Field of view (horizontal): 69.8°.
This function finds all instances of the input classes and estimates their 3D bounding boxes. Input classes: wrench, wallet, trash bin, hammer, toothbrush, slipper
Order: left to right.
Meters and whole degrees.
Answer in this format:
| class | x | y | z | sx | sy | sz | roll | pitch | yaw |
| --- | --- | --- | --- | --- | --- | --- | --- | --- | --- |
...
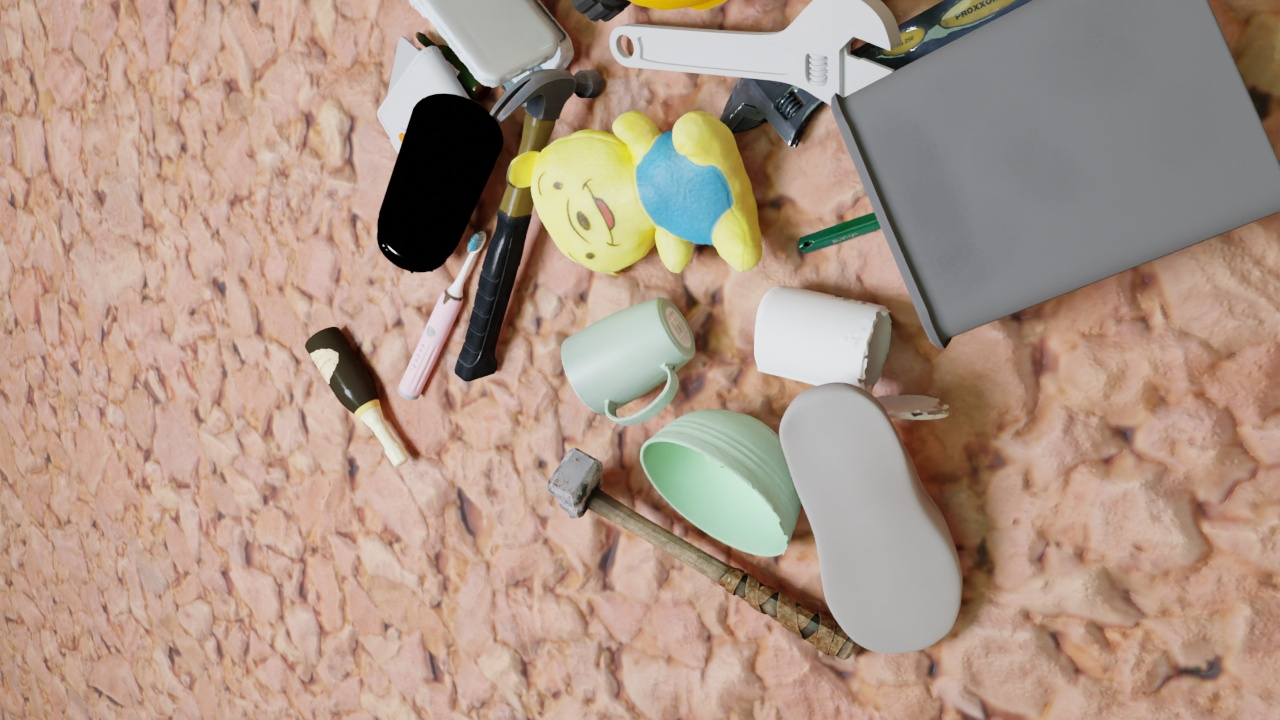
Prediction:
| class | x | y | z | sx | sy | sz | roll | pitch | yaw |
| --- | --- | --- | --- | --- | --- | --- | --- | --- | --- |
| wallet | -0.224 | -0.261 | 0.935 | 0.119 | 0.037 | 0.115 | -32 | 90 | 45 |
| toothbrush | -0.215 | -0.047 | 0.999 | 0.027 | 0.026 | 0.223 | 35 | 118 | 8 |
| hammer | -0.128 | -0.120 | 0.889 | 0.025 | 0.117 | 0.334 | 36 | 123 | 25 |
| hammer | 0.053 | 0.186 | 0.858 | 0.319 | 0.122 | 0.048 | 28 | 69 | 16 |
| wrench | 0.078 | -0.258 | 0.739 | 0.274 | 0.018 | 0.087 | 20 | 133 | 35 |
| slipper | 0.186 | 0.119 | 0.750 | 0.113 | 0.080 | 0.266 | -18 | 115 | 18 |
| wrench | 0.179 | -0.234 | 0.715 | 0.274 | 0.022 | 0.073 | -19 | 85 | 34 |
| toothbrush | 0.211 | -0.119 | 0.724 | 0.190 | 0.017 | 0.016 | -17 | 93 | 33 |
| trash bin | 0.271 | -0.138 | 0.618 | 0.220 | 0.097 | 0.192 | -23 | 88 | 24 |

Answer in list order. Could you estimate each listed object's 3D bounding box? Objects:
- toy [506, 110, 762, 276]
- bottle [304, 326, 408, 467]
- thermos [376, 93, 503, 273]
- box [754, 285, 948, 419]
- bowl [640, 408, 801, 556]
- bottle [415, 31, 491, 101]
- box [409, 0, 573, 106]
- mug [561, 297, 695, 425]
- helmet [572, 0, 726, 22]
| class | x | y | z | sx | sy | sz | roll | pitch | yaw |
| --- | --- | --- | --- | --- | --- | --- | --- | --- | --- |
| toy | 0.000 | -0.143 | 0.807 | 0.214 | 0.083 | 0.149 | -5 | 117 | 34 |
| bottle | -0.328 | 0.046 | 1.078 | 0.045 | 0.045 | 0.184 | -42 | 78 | 31 |
| thermos | -0.207 | -0.162 | 0.910 | 0.086 | 0.085 | 0.199 | 54 | 141 | 11 |
| box | 0.174 | -0.005 | 0.742 | 0.166 | 0.083 | 0.092 | 12 | 97 | 28 |
| bowl | 0.081 | 0.096 | 0.802 | 0.151 | 0.076 | 0.151 | 31 | 153 | 17 |
| bottle | -0.193 | -0.301 | 0.929 | 0.106 | 0.025 | 0.025 | 43 | 119 | 16 |
| box | -0.172 | -0.323 | 0.823 | 0.215 | 0.126 | 0.106 | 48 | 131 | 0 |
| mug | -0.005 | 0.005 | 0.838 | 0.104 | 0.084 | 0.111 | -28 | 53 | 23 |
| helmet | 0.042 | -0.340 | 0.697 | 0.256 | 0.204 | 0.131 | -15 | 121 | 48 |
